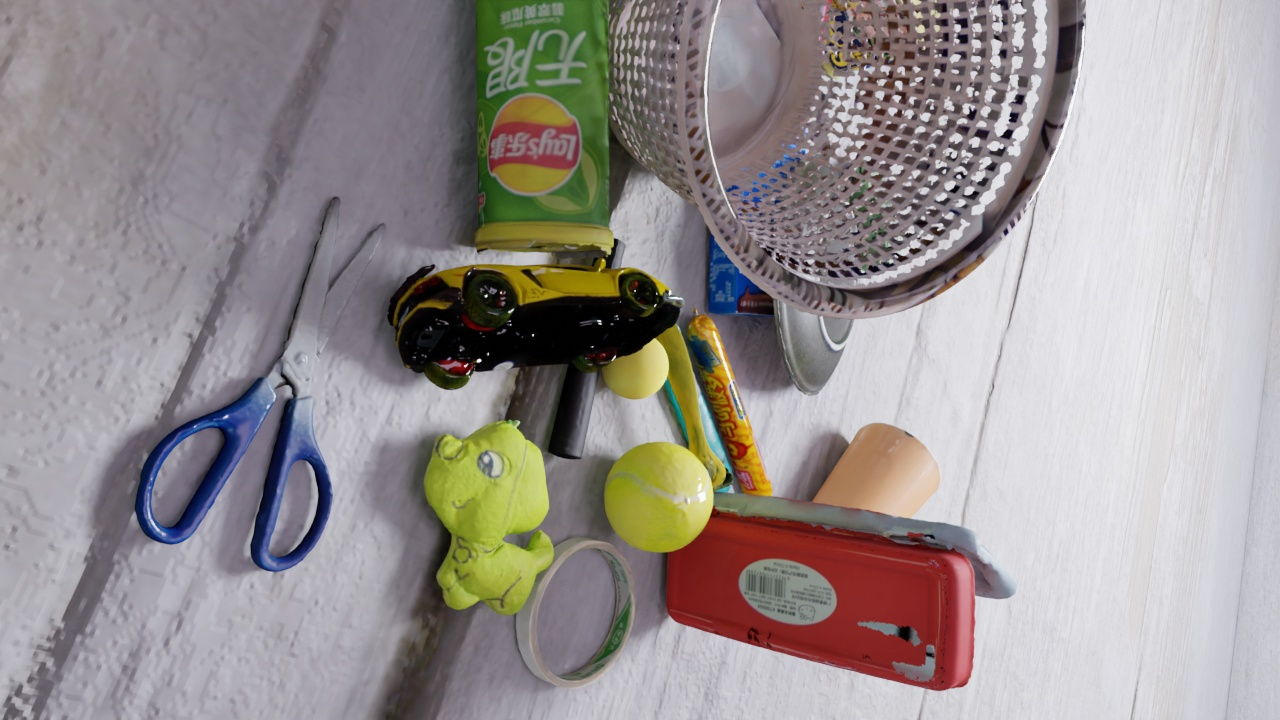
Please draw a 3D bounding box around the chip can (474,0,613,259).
[{"bbox_3d":[-0.049,-0.164,0.466,0.072,0.073,0.221,-2,93,-47],"label":"chip can"}]

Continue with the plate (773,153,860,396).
[{"bbox_3d":[0.137,-0.063,0.676,0.179,0.024,0.179,-5,95,-63],"label":"plate"}]

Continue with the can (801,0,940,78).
[{"bbox_3d":[0.168,-0.268,0.688,0.102,0.083,0.057,43,61,-39],"label":"can"}]

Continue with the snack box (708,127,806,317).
[{"bbox_3d":[0.083,-0.109,0.644,0.084,0.026,0.157,0,92,-49],"label":"snack box"}]

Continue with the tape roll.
[{"bbox_3d":[-0.036,0.147,0.537,0.085,0.014,0.086,-3,94,-47],"label":"tape roll"}]

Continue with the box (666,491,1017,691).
[{"bbox_3d":[0.120,0.130,0.566,0.098,0.202,0.095,4,87,-47],"label":"box"}]

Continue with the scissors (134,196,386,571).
[{"bbox_3d":[-0.161,0.007,0.398,0.141,0.012,0.171,-12,99,-47],"label":"scissors"}]

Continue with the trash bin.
[{"bbox_3d":[0.079,-0.156,0.487,0.227,0.192,0.228,-10,113,-24],"label":"trash bin"}]

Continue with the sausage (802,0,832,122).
[{"bbox_3d":[0.124,-0.239,0.660,0.020,0.020,0.156,-23,129,-44],"label":"sausage"}]

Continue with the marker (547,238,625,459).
[{"bbox_3d":[-0.030,-0.008,0.531,0.020,0.022,0.132,14,79,-9],"label":"marker"}]

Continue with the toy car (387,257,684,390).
[{"bbox_3d":[-0.050,-0.022,0.467,0.155,0.071,0.041,-4,61,-36],"label":"toy car"}]

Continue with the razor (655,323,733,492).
[{"bbox_3d":[0.027,0.026,0.580,0.043,0.028,0.132,-18,107,-12],"label":"razor"}]

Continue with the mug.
[{"bbox_3d":[0.172,0.116,0.721,0.122,0.078,0.078,-42,121,-31],"label":"mug"}]

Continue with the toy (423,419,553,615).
[{"bbox_3d":[-0.076,0.080,0.478,0.096,0.031,0.100,25,78,-45],"label":"toy"}]

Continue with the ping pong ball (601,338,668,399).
[{"bbox_3d":[-0.003,0.003,0.546,0.040,0.040,0.040,-3,94,-47],"label":"ping pong ball"}]

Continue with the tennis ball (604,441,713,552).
[{"bbox_3d":[0.011,0.081,0.547,0.065,0.066,0.065,-3,94,-47],"label":"tennis ball"}]

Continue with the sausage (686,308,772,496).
[{"bbox_3d":[0.062,0.037,0.633,0.021,0.021,0.165,-41,120,-38],"label":"sausage"}]

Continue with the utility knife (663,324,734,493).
[{"bbox_3d":[0.036,0.033,0.610,0.029,0.013,0.164,-39,119,-32],"label":"utility knife"}]

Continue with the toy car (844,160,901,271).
[{"bbox_3d":[0.191,-0.120,0.757,0.043,0.036,0.091,-21,103,-43],"label":"toy car"}]
